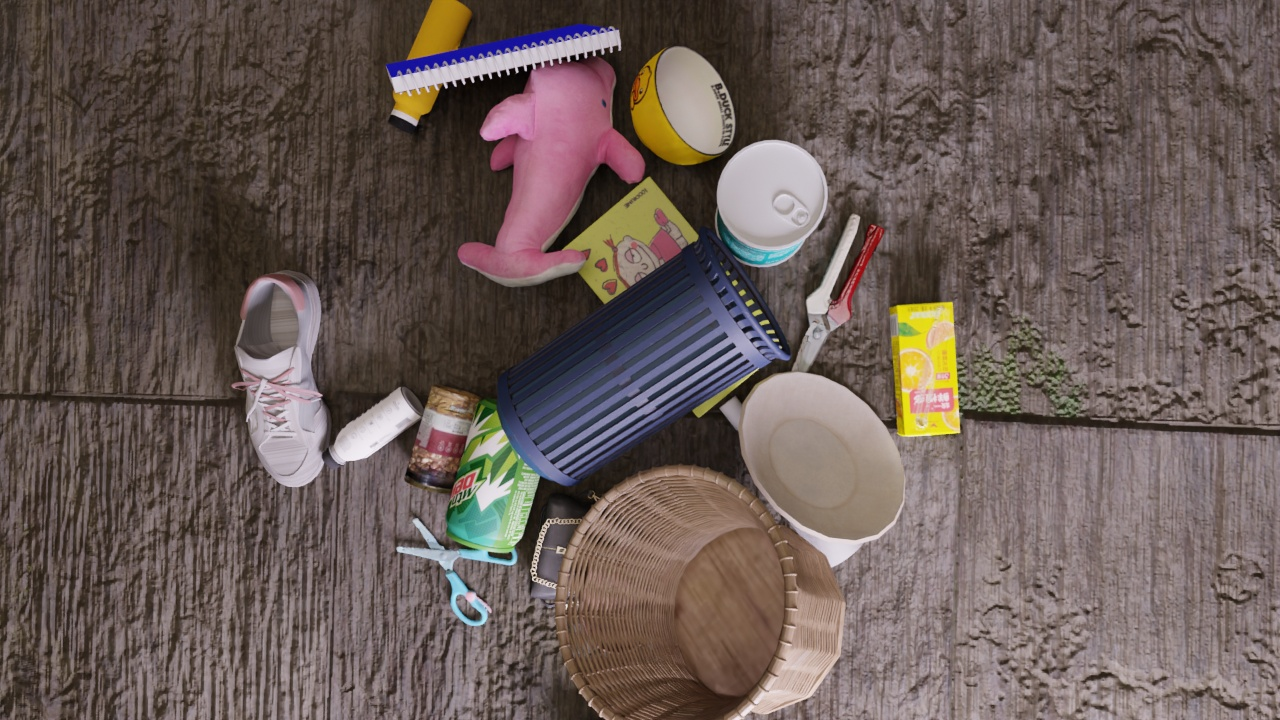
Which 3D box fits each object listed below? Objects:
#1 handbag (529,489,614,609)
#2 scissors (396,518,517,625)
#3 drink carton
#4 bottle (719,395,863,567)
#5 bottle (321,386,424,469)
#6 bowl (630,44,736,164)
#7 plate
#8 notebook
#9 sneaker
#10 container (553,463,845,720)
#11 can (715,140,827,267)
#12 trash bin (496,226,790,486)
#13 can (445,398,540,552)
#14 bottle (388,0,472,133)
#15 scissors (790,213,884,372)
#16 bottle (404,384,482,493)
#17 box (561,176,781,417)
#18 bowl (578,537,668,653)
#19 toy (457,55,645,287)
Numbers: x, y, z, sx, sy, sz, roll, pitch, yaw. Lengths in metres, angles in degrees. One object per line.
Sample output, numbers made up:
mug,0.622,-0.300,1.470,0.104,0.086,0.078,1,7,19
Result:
handbag,-0.072,0.198,0.968,0.079,0.054,0.128,11,88,-7
scissors,-0.191,0.213,0.990,0.118,0.015,0.139,-38,93,3
drink carton,0.291,0.009,0.940,0.058,0.043,0.134,-3,90,3
bottle,0.150,0.120,0.945,0.052,0.052,0.195,-38,87,3
bottle,-0.290,0.076,0.984,0.116,0.041,0.041,-35,87,3
bowl,0.034,-0.251,0.935,0.068,0.117,0.117,-19,88,45
plate,0.177,0.098,0.912,0.188,0.027,0.188,13,53,-18
notebook,-0.139,-0.296,0.891,0.209,0.171,0.022,-16,115,-11
sneaker,-0.385,0.019,0.966,0.099,0.089,0.236,-4,89,4
container,0.068,0.227,0.845,0.227,0.196,0.226,-11,67,27
can,0.124,-0.149,0.902,0.099,0.144,0.099,0,90,4
trash bin,-0.005,0.005,0.843,0.250,0.139,0.139,-33,87,15
can,-0.147,0.118,0.952,0.083,0.083,0.144,16,91,4
bottle,-0.228,-0.314,0.979,0.043,0.043,0.143,24,92,4
scissors,0.204,-0.056,0.961,0.140,0.015,0.189,-8,91,3
bottle,-0.208,0.083,0.970,0.056,0.056,0.105,16,91,4
box,0.036,-0.062,0.942,0.124,0.079,0.221,-37,86,3
bowl,-0.022,0.239,0.948,0.119,0.032,0.119,-4,97,-39
toy,-0.100,-0.204,0.908,0.187,0.128,0.265,10,75,32
